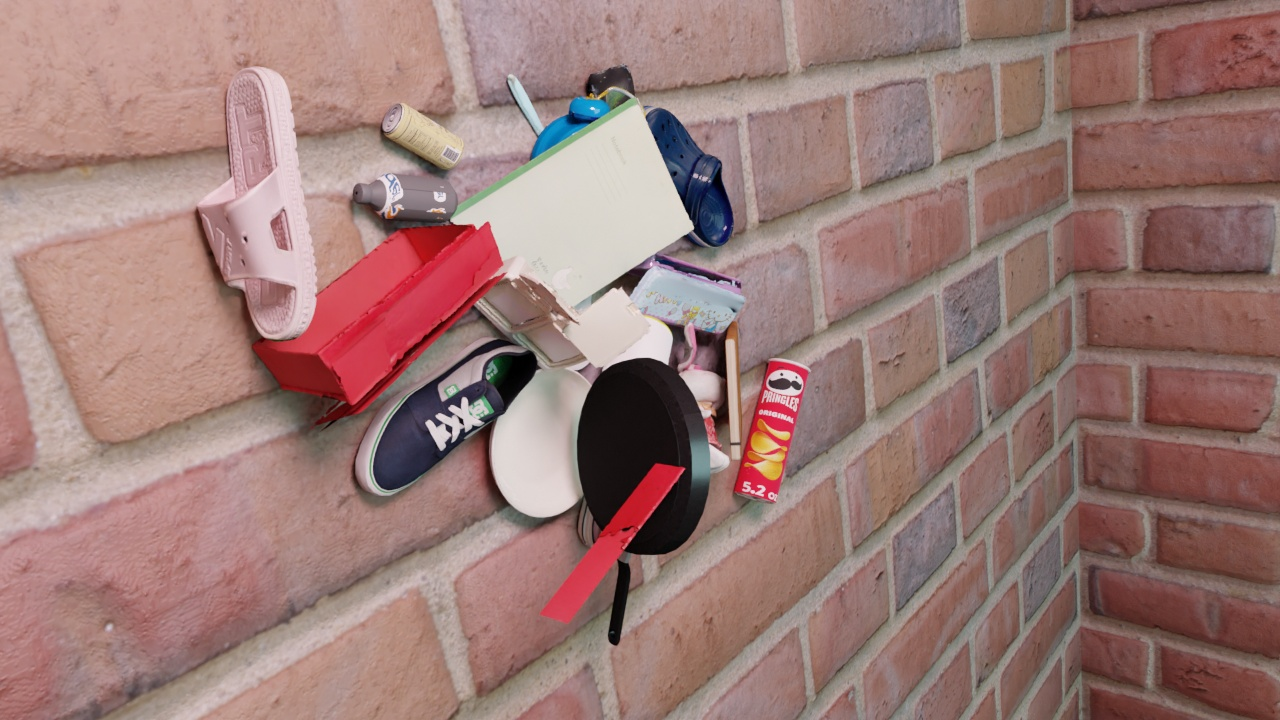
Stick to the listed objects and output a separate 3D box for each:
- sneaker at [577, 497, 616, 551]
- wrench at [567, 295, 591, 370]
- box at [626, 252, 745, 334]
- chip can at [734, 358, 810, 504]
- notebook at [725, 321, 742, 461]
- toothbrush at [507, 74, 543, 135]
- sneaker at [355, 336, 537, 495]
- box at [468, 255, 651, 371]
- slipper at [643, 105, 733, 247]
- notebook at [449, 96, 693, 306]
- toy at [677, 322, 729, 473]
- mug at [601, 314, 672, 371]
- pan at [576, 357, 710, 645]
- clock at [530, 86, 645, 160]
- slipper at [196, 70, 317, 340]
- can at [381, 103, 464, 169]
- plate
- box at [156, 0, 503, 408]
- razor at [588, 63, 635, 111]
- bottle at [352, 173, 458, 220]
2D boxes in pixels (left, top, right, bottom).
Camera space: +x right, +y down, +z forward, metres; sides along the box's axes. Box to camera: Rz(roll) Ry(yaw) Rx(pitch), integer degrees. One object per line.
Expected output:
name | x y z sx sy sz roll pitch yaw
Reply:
sneaker | -0.008 0.136 1.197 0.118 0.088 0.240 26 76 -47
wrench | -0.059 -0.118 1.165 0.086 0.018 0.272 33 69 -45
box | 0.060 -0.097 1.241 0.213 0.077 0.096 10 60 -49
chip can | 0.208 0.112 1.449 0.069 0.069 0.220 28 74 -46
notebook | 0.134 0.043 1.302 0.249 0.014 0.178 -51 138 -80
toothbrush | -0.110 -0.260 1.092 0.016 0.017 0.181 -53 129 -30
sneaker | -0.200 0.056 0.980 0.234 0.079 0.084 -46 127 -34
box | -0.096 -0.044 0.982 0.143 0.192 0.068 44 53 -24
slipper | 0.070 -0.248 1.238 0.253 0.095 0.105 46 64 -45
notebook | -0.074 -0.162 1.064 0.252 0.010 0.182 -33 122 -9
toy | 0.079 0.060 1.244 0.159 0.084 0.194 69 14 -55
mug | -0.007 0.007 1.166 0.082 0.083 0.106 47 41 -40
pan | -0.015 0.172 1.060 0.034 0.225 0.357 -1 107 -37
clock | -0.057 -0.244 1.079 0.116 0.060 0.161 27 99 -31
slipper | -0.340 -0.134 0.794 0.064 0.094 0.239 -8 95 -52
can | -0.225 -0.232 0.949 0.079 0.038 0.038 25 76 -47
plate | -0.117 0.097 1.111 0.182 0.034 0.182 -7 100 -47
box | -0.268 -0.129 0.799 0.213 0.153 0.326 -49 143 -32
razor | -0.049 -0.294 1.137 0.067 0.054 0.151 20 87 -33
bottle | -0.239 -0.166 0.936 0.112 0.047 0.047 -5 98 -48
